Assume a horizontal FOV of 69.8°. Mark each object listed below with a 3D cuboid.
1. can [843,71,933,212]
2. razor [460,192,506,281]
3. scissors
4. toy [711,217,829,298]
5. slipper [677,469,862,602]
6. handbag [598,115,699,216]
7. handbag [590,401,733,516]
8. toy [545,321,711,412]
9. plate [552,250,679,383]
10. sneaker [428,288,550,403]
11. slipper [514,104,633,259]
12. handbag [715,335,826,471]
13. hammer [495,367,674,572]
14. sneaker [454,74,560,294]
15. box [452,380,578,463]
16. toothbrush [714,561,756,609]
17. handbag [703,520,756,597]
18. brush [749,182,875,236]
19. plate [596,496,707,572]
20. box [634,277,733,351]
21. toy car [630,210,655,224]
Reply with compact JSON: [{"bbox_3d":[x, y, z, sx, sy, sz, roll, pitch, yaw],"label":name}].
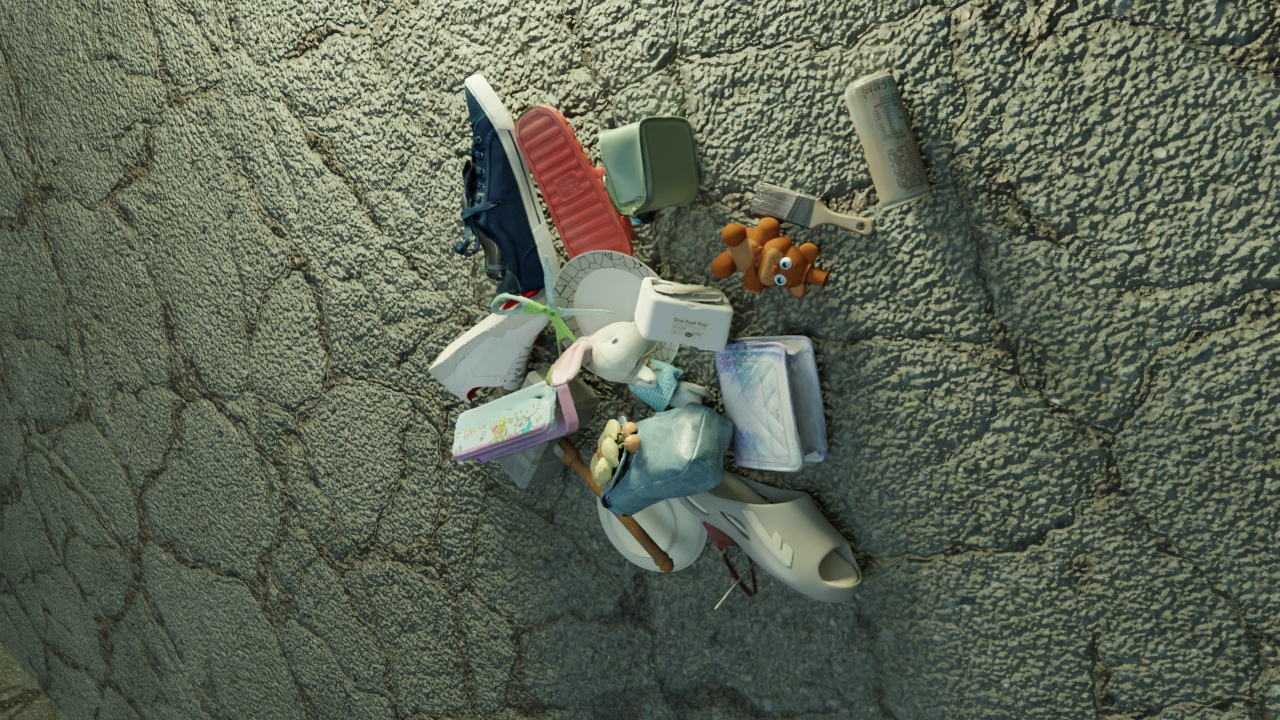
[{"bbox_3d":[0.258,-0.228,0.958,0.054,0.054,0.135,-17,94,36],"label":"can"},{"bbox_3d":[-0.216,-0.174,1.301,0.064,0.052,0.140,-35,81,38],"label":"razor"},{"bbox_3d":[-0.115,-0.063,1.211,0.172,0.021,0.172,3,124,16],"label":"scissors"},{"bbox_3d":[0.152,-0.112,1.060,0.128,0.065,0.095,24,122,21],"label":"toy"},{"bbox_3d":[0.158,0.186,1.121,0.266,0.112,0.081,34,118,30],"label":"slipper"},{"bbox_3d":[0.010,-0.229,1.085,0.067,0.121,0.106,-5,101,35],"label":"handbag"},{"bbox_3d":[0.014,0.115,1.126,0.118,0.121,0.192,36,143,-27],"label":"handbag"},{"bbox_3d":[-0.007,0.007,1.168,0.205,0.131,0.106,18,103,5],"label":"toy"},{"bbox_3d":[-0.031,-0.058,1.210,0.189,0.016,0.189,12,121,21],"label":"plate"},{"bbox_3d":[-0.192,-0.012,1.321,0.237,0.090,0.104,-32,108,27],"label":"sneaker"},{"bbox_3d":[-0.074,-0.216,1.185,0.104,0.059,0.249,-15,110,35],"label":"slipper"},{"bbox_3d":[0.155,0.050,1.107,0.127,0.069,0.158,-1,103,49],"label":"handbag"},{"bbox_3d":[-0.061,0.168,1.248,0.317,0.082,0.163,45,124,25],"label":"hammer"},{"bbox_3d":[-0.203,-0.223,1.210,0.121,0.127,0.294,-155,48,-77],"label":"sneaker"},{"bbox_3d":[-0.175,0.084,1.240,0.215,0.065,0.078,-21,71,41],"label":"box"},{"bbox_3d":[0.135,0.252,1.104,0.010,0.181,0.010,27,122,22],"label":"toothbrush"},{"bbox_3d":[0.126,0.259,1.211,0.055,0.029,0.119,-16,99,38],"label":"handbag"},{"bbox_3d":[0.195,-0.168,1.044,0.151,0.012,0.039,23,115,27],"label":"brush"},{"bbox_3d":[0.007,0.214,1.271,0.183,0.034,0.182,11,110,32],"label":"plate"},{"bbox_3d":[0.056,-0.073,1.101,0.107,0.102,0.091,11,111,-10],"label":"box"},{"bbox_3d":[-0.009,-0.221,1.146,0.032,0.048,0.105,-8,100,35],"label":"toy car"}]
